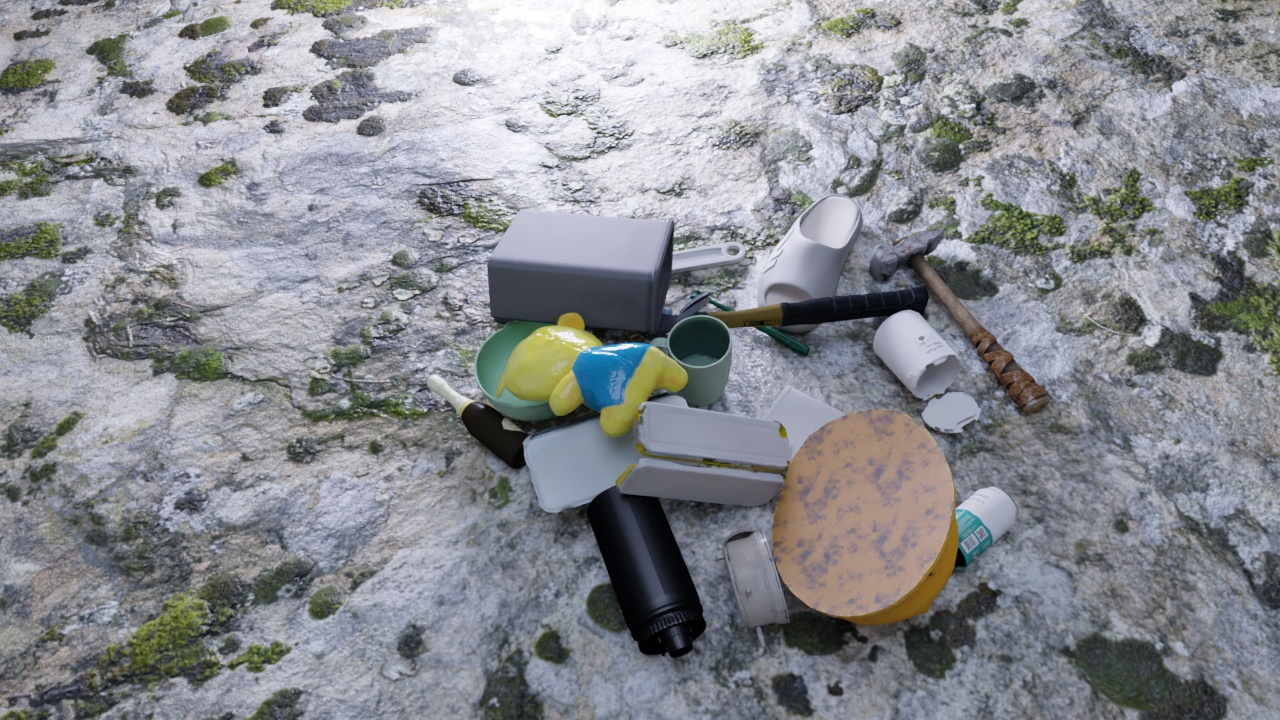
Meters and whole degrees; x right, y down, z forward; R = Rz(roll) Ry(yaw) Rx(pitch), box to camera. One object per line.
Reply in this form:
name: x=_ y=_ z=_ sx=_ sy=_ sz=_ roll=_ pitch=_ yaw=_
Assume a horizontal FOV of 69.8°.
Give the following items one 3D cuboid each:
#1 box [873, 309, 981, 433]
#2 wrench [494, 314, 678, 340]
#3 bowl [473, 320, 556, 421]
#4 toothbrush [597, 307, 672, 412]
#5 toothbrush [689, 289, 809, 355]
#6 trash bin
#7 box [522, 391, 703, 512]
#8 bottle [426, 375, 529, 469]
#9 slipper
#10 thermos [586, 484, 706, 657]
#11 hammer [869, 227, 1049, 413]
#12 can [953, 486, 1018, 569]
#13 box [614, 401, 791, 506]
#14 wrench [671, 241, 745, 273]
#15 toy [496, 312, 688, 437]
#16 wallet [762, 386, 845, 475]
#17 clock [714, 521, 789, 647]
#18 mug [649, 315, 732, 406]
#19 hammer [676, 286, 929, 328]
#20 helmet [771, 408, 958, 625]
box: x=0.372 y=0.014 z=1.175 sx=0.083 sy=0.092 sz=0.166 roll=-19 pitch=46 yaw=-13
wrench: x=-0.075 y=-0.058 z=1.290 sx=0.273 sy=0.022 sz=0.073 roll=2 pitch=45 yaw=12
bowl: x=-0.140 y=0.024 z=1.209 sx=0.151 sy=0.077 sz=0.150 roll=-1 pitch=50 yaw=1
toothbrush: x=-0.007 y=0.007 z=1.243 sx=0.027 sy=0.027 sz=0.222 roll=7 pitch=52 yaw=32
toothbrush: x=0.150 y=-0.052 z=1.279 sx=0.190 sy=0.016 sz=0.017 roll=29 pitch=59 yaw=24
trash bin: x=-0.074 y=-0.125 z=1.245 sx=0.220 sy=0.098 sz=0.191 roll=6 pitch=33 yaw=6
box: x=-0.037 y=0.110 z=1.139 sx=0.215 sy=0.127 sz=0.106 roll=-16 pitch=86 yaw=-9
bottle: x=-0.215 y=0.073 z=1.201 sx=0.184 sy=0.045 sz=0.045 roll=34 pitch=63 yaw=26
slipper: x=0.250 y=-0.162 z=1.312 sx=0.113 sy=0.081 sz=0.265 roll=24 pitch=59 yaw=17
thermos: x=0.010 y=0.241 z=1.031 sx=0.086 sy=0.086 sz=0.198 roll=-18 pitch=54 yaw=-8
hammer: x=0.440 y=-0.058 z=1.244 sx=0.121 sy=0.049 sz=0.318 roll=-20 pitch=56 yaw=-13
can: x=0.382 y=0.192 z=1.055 sx=0.101 sy=0.055 sz=0.055 roll=-34 pitch=58 yaw=-19
box: x=0.078 y=0.115 z=1.056 sx=0.209 sy=0.117 sz=0.057 roll=10 pitch=9 yaw=-28
wrench: x=0.023 y=-0.132 z=1.350 sx=0.273 sy=0.018 sz=0.086 roll=-9 pitch=53 yaw=-3
toy: x=-0.068 y=0.010 z=1.101 sx=0.214 sy=0.084 sz=0.148 roll=19 pitch=43 yaw=32
wallet: x=0.208 y=0.099 z=1.151 sx=0.115 sy=0.038 sz=0.118 roll=27 pitch=57 yaw=23
clock: x=0.120 y=0.235 z=1.030 sx=0.061 sy=0.103 sz=0.156 roll=-16 pitch=28 yaw=1
mug: x=0.063 y=0.003 z=1.192 sx=0.111 sy=0.104 sz=0.084 roll=10 pitch=55 yaw=11
hammer: x=0.212 y=-0.063 z=1.212 sx=0.333 sy=0.118 sz=0.025 roll=-6 pitch=56 yaw=-1
helmet: x=0.264 y=0.194 z=1.015 sx=0.206 sy=0.131 sz=0.254 roll=-19 pitch=40 yaw=28
